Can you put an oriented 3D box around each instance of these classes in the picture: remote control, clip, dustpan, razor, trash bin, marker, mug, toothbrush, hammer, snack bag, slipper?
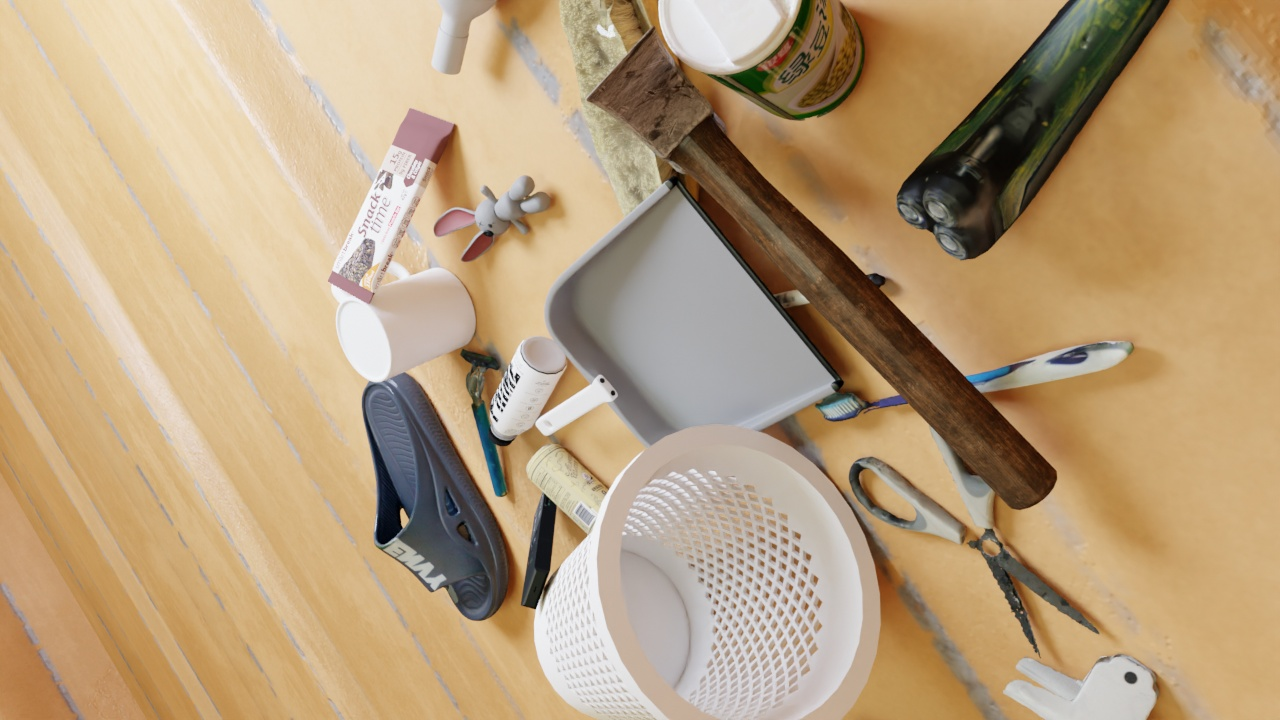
[{"bbox_3d":[-0.080,0.144,0.735,0.013,0.150,0.034,18,105,-8],"label":"remote control"},{"bbox_3d":[0.265,0.200,0.521,0.102,0.057,0.052,31,152,27],"label":"clip"},{"bbox_3d":[-0.004,0.004,0.641,0.163,0.033,0.258,50,142,-6],"label":"dustpan"},{"bbox_3d":[0.180,-0.115,0.419,0.054,0.067,0.152,42,125,13],"label":"razor"},{"bbox_3d":[0.022,0.170,0.630,0.195,0.195,0.200,55,145,6],"label":"trash bin"},{"bbox_3d":[0.086,-0.037,0.579,0.152,0.011,0.011,-10,103,45],"label":"marker"},{"bbox_3d":[-0.211,-0.044,0.787,0.110,0.090,0.074,47,134,14],"label":"mug"},{"bbox_3d":[0.177,0.012,0.515,0.017,0.016,0.190,41,143,-27],"label":"toothbrush"},{"bbox_3d":[0.099,-0.030,0.442,0.037,0.217,0.300,-44,91,12],"label":"hammer"},{"bbox_3d":[-0.202,-0.126,0.736,0.057,0.013,0.158,27,92,32],"label":"snack bag"},{"bbox_3d":[-0.138,0.060,0.823,0.042,0.022,0.144,14,120,39],"label":"razor"},{"bbox_3d":[-0.215,0.141,0.891,0.111,0.083,0.268,-21,95,44],"label":"slipper"}]

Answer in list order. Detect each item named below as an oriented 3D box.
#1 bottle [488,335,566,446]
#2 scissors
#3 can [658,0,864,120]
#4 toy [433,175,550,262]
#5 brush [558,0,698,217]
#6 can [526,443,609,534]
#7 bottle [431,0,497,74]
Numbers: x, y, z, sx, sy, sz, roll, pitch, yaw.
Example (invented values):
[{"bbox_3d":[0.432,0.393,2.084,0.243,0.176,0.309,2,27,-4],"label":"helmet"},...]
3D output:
[{"bbox_3d":[-0.099,0.031,0.758,0.041,0.041,0.116,47,134,15],"label":"bottle"},{"bbox_3d":[0.195,0.095,0.544,0.158,0.012,0.166,17,121,38],"label":"scissors"},{"bbox_3d":[0.064,-0.161,0.448,0.067,0.120,0.067,2,93,27],"label":"can"},{"bbox_3d":[-0.113,-0.111,0.709,0.112,0.030,0.049,-19,125,43],"label":"toy"},{"bbox_3d":[-0.006,-0.167,0.574,0.059,0.043,0.195,-2,111,42],"label":"brush"},{"bbox_3d":[-0.055,0.106,0.758,0.079,0.038,0.038,40,132,21],"label":"can"},{"bbox_3d":[-0.108,-0.280,0.604,0.052,0.052,0.196,43,133,18],"label":"bottle"}]
